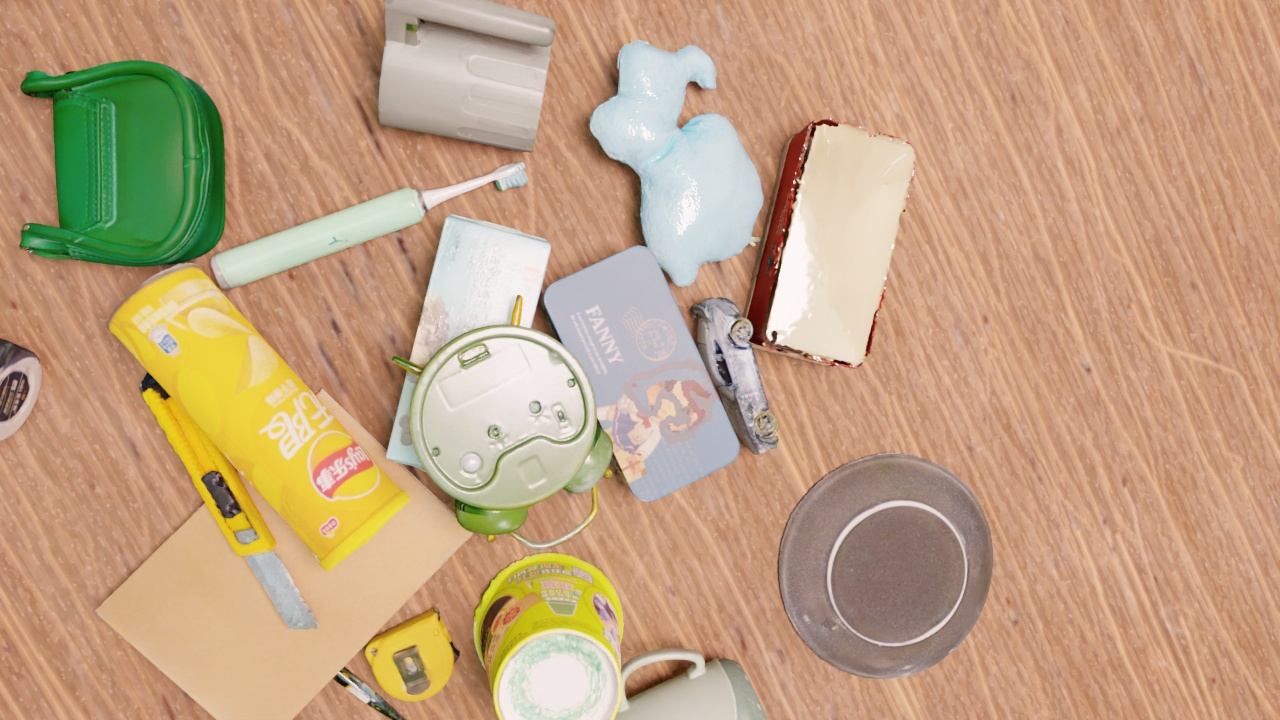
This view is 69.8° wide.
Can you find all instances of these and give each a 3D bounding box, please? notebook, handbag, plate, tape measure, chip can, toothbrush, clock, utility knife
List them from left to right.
[{"bbox_3d":[-0.419,0.019,0.589,0.033,0.066,0.065,18,74,-6],"label":"tape measure"},{"bbox_3d":[-0.335,-0.126,0.593,0.120,0.068,0.131,-2,93,-8],"label":"handbag"},{"bbox_3d":[-0.279,0.093,0.625,0.033,0.015,0.215,-31,88,-5],"label":"utility knife"},{"bbox_3d":[-0.248,0.037,0.605,0.072,0.072,0.213,-41,92,-5],"label":"chip can"},{"bbox_3d":[-0.244,0.146,0.641,0.149,0.012,0.211,45,82,-5],"label":"notebook"},{"bbox_3d":[-0.206,0.234,0.658,0.186,0.017,0.012,42,89,-8],"label":"toothbrush"},{"bbox_3d":[-0.186,-0.098,0.639,0.224,0.026,0.027,-21,126,-7],"label":"toothbrush"},{"bbox_3d":[-0.162,0.215,0.658,0.060,0.029,0.057,-24,97,-6],"label":"tape measure"},{"bbox_3d":[-0.082,0.049,0.597,0.116,0.056,0.161,-27,100,-10],"label":"clock"},{"bbox_3d":[0.196,0.162,0.712,0.179,0.024,0.179,-1,94,-9],"label":"plate"}]

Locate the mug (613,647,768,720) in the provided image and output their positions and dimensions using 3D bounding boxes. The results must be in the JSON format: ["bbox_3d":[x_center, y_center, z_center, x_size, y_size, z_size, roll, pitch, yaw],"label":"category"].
[{"bbox_3d":[0.031,0.259,0.663,0.106,0.082,0.112,-24,94,-6],"label":"mug"}]

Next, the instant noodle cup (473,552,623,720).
[{"bbox_3d":[-0.059,0.201,0.625,0.111,0.123,0.111,0,93,-8],"label":"instant noodle cup"}]

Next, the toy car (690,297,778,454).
[{"bbox_3d":[0.068,0.012,0.669,0.036,0.054,0.120,-21,97,-10],"label":"toy car"}]

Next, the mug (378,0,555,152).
[{"bbox_3d":[-0.112,-0.194,0.598,0.103,0.124,0.083,10,74,-12],"label":"mug"}]

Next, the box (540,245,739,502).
[{"bbox_3d":[-0.004,0.004,0.655,0.089,0.061,0.184,-28,98,-7],"label":"box"}]

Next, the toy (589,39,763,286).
[{"bbox_3d":[0.033,-0.139,0.656,0.156,0.050,0.161,25,84,-18],"label":"toy"}]

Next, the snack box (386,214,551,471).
[{"bbox_3d":[-0.119,-0.008,0.640,0.074,0.051,0.175,14,91,-10],"label":"snack box"}]

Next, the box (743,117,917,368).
[{"bbox_3d":[0.139,-0.082,0.663,0.091,0.077,0.168,13,92,-9],"label":"box"}]
